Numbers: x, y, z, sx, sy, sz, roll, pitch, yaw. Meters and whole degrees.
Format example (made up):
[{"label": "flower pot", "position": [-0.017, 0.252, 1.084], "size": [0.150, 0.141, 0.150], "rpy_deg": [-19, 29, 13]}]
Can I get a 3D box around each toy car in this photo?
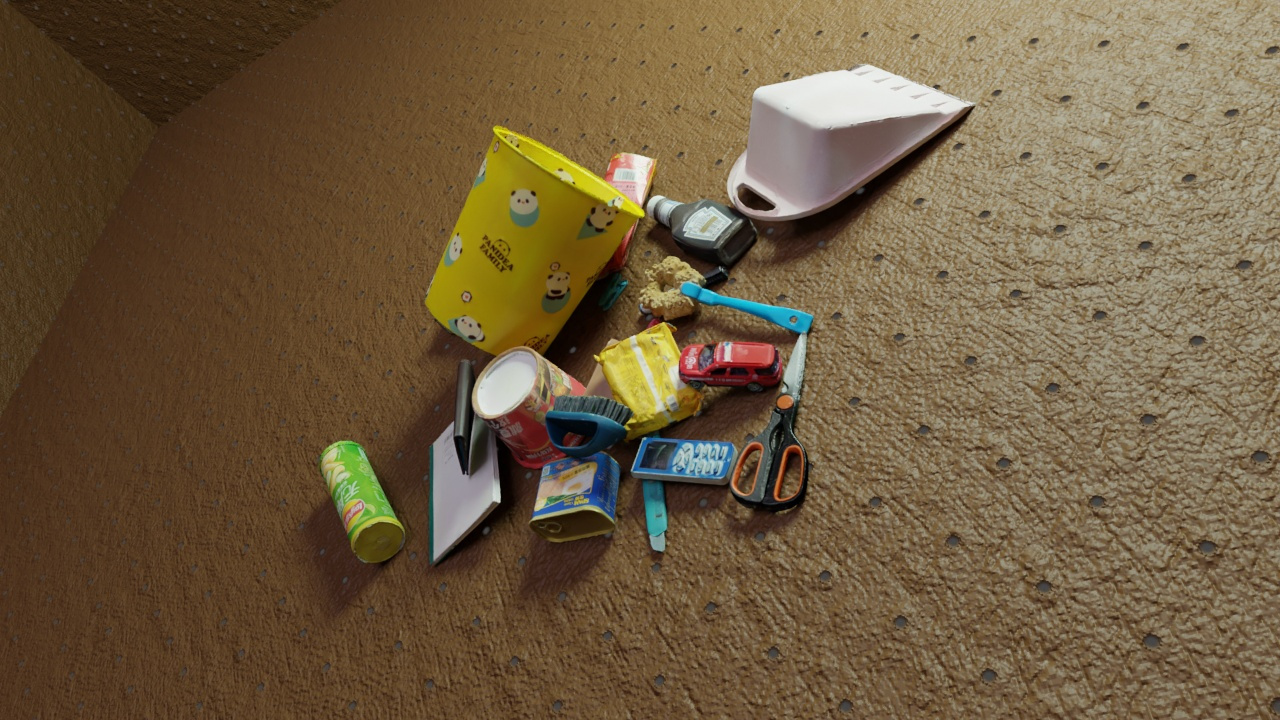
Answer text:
[{"label": "toy car", "position": [0.103, 0.003, 1.060], "size": [0.121, 0.045, 0.052], "rpy_deg": [-1, 52, 13]}]

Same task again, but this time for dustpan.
[{"label": "dustpan", "position": [0.250, -0.282, 1.205], "size": [0.273, 0.139, 0.222], "rpy_deg": [-13, 34, -18]}]

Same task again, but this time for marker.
[{"label": "marker", "position": [0.055, -0.093, 1.219], "size": [0.131, 0.022, 0.018], "rpy_deg": [-23, 51, 21]}]

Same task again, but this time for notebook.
[{"label": "notebook", "position": [-0.240, 0.150, 1.230], "size": [0.151, 0.012, 0.208], "rpy_deg": [-44, 37, 26]}]

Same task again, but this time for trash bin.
[{"label": "trash bin", "position": [-0.155, -0.150, 1.255], "size": [0.256, 0.229, 0.229], "rpy_deg": [-59, 39, 14]}]

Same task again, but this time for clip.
[{"label": "clip", "position": [-0.040, -0.096, 1.299], "size": [0.014, 0.046, 0.057], "rpy_deg": [25, 75, 46]}]

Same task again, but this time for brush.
[{"label": "brush", "position": [0.100, -0.073, 1.143], "size": [0.255, 0.046, 0.083], "rpy_deg": [19, 83, 38]}, {"label": "brush", "position": [-0.068, 0.078, 1.079], "size": [0.144, 0.055, 0.073], "rpy_deg": [0, 62, 55]}]

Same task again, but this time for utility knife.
[{"label": "utility knife", "position": [0.016, 0.145, 1.057], "size": [0.029, 0.013, 0.171], "rpy_deg": [-22, 45, 18]}]

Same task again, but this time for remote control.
[{"label": "remote control", "position": [0.049, 0.115, 1.039], "size": [0.125, 0.024, 0.048], "rpy_deg": [1, 54, 31]}]

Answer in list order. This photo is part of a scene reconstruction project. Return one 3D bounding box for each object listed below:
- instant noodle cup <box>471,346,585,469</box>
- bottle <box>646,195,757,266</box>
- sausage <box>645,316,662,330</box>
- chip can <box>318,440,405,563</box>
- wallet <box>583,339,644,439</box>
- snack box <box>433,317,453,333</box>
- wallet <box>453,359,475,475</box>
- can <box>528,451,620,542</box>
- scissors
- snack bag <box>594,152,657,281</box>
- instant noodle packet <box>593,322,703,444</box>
[{"label": "instant noodle cup", "position": [-0.145, 0.057, 1.188], "size": [0.138, 0.108, 0.137], "rpy_deg": [-22, 46, 24]}, {"label": "bottle", "position": [0.075, -0.188, 1.267], "size": [0.079, 0.044, 0.195], "rpy_deg": [-46, 40, -8]}, {"label": "sausage", "position": [-0.007, 0.007, 1.187], "size": [0.020, 0.020, 0.155], "rpy_deg": [9, 63, 43]}, {"label": "chip can", "position": [-0.400, 0.195, 1.305], "size": [0.072, 0.072, 0.221], "rpy_deg": [-45, 40, -2]}, {"label": "wallet", "position": [-0.017, 0.035, 1.152], "size": [0.101, 0.020, 0.115], "rpy_deg": [19, 71, 26]}, {"label": "snack box", "position": [-0.253, -0.101, 1.448], "size": [0.126, 0.053, 0.113], "rpy_deg": [3, 58, 39]}, {"label": "wallet", "position": [-0.228, 0.074, 1.193], "size": [0.020, 0.096, 0.122], "rpy_deg": [-1, 52, -2]}, {"label": "can", "position": [-0.075, 0.161, 1.086], "size": [0.102, 0.057, 0.083], "rpy_deg": [-16, 45, 28]}, {"label": "scissors", "position": [0.172, 0.062, 1.002], "size": [0.125, 0.022, 0.234], "rpy_deg": [22, 67, 36]}, {"label": "snack bag", "position": [-0.041, -0.207, 1.364], "size": [0.129, 0.073, 0.207], "rpy_deg": [-6, 58, 45]}, {"label": "instant noodle packet", "position": [0.011, 0.027, 1.111], "size": [0.111, 0.044, 0.128], "rpy_deg": [-25, 61, 7]}]
